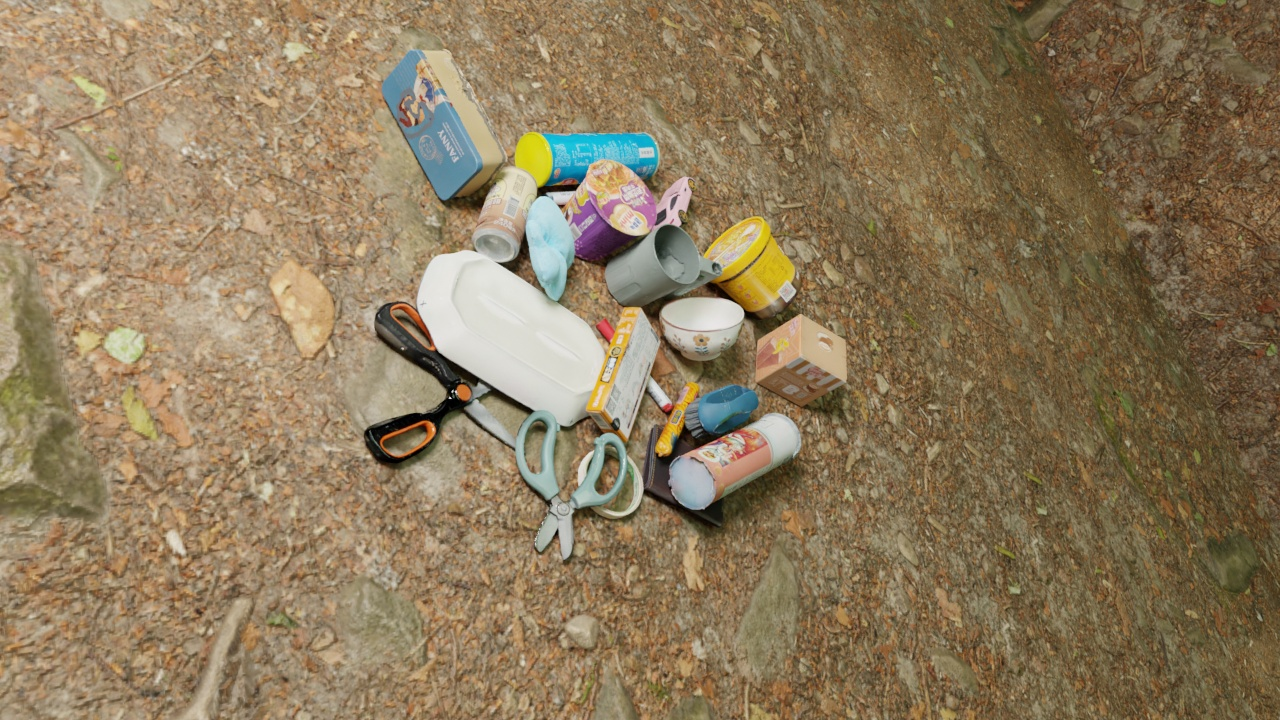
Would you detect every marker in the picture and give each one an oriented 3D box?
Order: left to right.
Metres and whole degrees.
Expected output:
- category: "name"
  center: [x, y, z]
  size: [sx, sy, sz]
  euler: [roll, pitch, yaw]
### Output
- category: "marker"
  center: [-0.083, -0.225, 1.255]
  size: [0.130, 0.018, 0.022]
  euler: [-14, 67, -44]
- category: "marker"
  center: [-0.007, 0.007, 1.185]
  size: [0.145, 0.017, 0.017]
  euler: [52, 45, -4]

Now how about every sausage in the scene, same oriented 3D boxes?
- category: "sausage"
  center: [0.049, 0.073, 1.174]
  size: [0.021, 0.022, 0.164]
  euler: [45, 36, -11]

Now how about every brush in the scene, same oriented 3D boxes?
- category: "brush"
  center: [0.114, 0.062, 1.196]
  size: [0.143, 0.074, 0.055]
  euler: [-15, 85, -59]

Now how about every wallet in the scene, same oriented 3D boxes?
- category: "wallet"
  center: [0.057, 0.146, 1.158]
  size: [0.122, 0.020, 0.096]
  euler: [31, 47, -25]

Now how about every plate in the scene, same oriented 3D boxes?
- category: "plate"
  center: [-0.136, -0.032, 1.072]
  size: [0.265, 0.034, 0.161]
  euler: [34, 45, -27]

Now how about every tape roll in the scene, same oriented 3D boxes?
- category: "tape roll"
  center: [-0.035, 0.144, 1.085]
  size: [0.085, 0.014, 0.085]
  euler: [20, 55, -31]

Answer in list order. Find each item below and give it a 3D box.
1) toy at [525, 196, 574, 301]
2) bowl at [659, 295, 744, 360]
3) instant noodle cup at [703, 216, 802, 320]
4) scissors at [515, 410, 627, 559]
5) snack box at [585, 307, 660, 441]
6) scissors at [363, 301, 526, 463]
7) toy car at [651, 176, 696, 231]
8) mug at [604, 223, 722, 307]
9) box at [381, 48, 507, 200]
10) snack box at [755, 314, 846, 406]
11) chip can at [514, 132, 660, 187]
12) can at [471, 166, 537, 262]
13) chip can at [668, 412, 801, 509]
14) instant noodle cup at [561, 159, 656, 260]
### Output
- category: "toy"
  center: [-0.112, -0.143, 1.119]
  size: [0.161, 0.050, 0.156]
  euler: [59, 21, -66]
- category: "bowl"
  center: [0.082, -0.039, 1.240]
  size: [0.113, 0.113, 0.062]
  euler: [-35, 133, -45]
- category: "instant noodle cup"
  center: [0.167, -0.130, 1.345]
  size: [0.114, 0.119, 0.118]
  euler: [44, 45, -22]
- category: "scissors"
  center: [-0.095, 0.130, 1.029]
  size: [0.172, 0.019, 0.176]
  euler: [40, 58, -10]
- category: "snack box"
  center: [-0.018, 0.016, 1.124]
  size: [0.075, 0.026, 0.153]
  euler: [57, 43, -48]
- category: "scissors"
  center: [-0.215, 0.031, 0.997]
  size: [0.232, 0.022, 0.221]
  euler: [-36, 95, -47]
- category: "toy car"
  center: [0.045, -0.224, 1.335]
  size: [0.037, 0.056, 0.122]
  euler: [39, 46, -25]
- category: "mug"
  center: [0.030, -0.117, 1.222]
  size: [0.123, 0.104, 0.083]
  euler: [17, 61, -38]
- category: "box"
  center: [-0.234, -0.280, 1.109]
  size: [0.062, 0.090, 0.184]
  euler: [-21, 79, -51]
- category: "snack box"
  center: [0.233, 0.001, 1.334]
  size: [0.092, 0.095, 0.076]
  euler: [27, 51, -25]
- category: "chip can"
  center: [-0.069, -0.277, 1.259]
  size: [0.209, 0.071, 0.071]
  euler: [-14, 76, -44]
- category: "can"
  center: [-0.166, -0.180, 1.129]
  size: [0.058, 0.059, 0.116]
  euler: [29, 50, -24]
- category: "chip can"
  center: [0.124, 0.126, 1.170]
  size: [0.214, 0.071, 0.071]
  euler: [-18, 78, -51]
- category: "instant noodle cup"
  center: [-0.050, -0.189, 1.203]
  size: [0.111, 0.099, 0.111]
  euler: [19, 56, -30]
